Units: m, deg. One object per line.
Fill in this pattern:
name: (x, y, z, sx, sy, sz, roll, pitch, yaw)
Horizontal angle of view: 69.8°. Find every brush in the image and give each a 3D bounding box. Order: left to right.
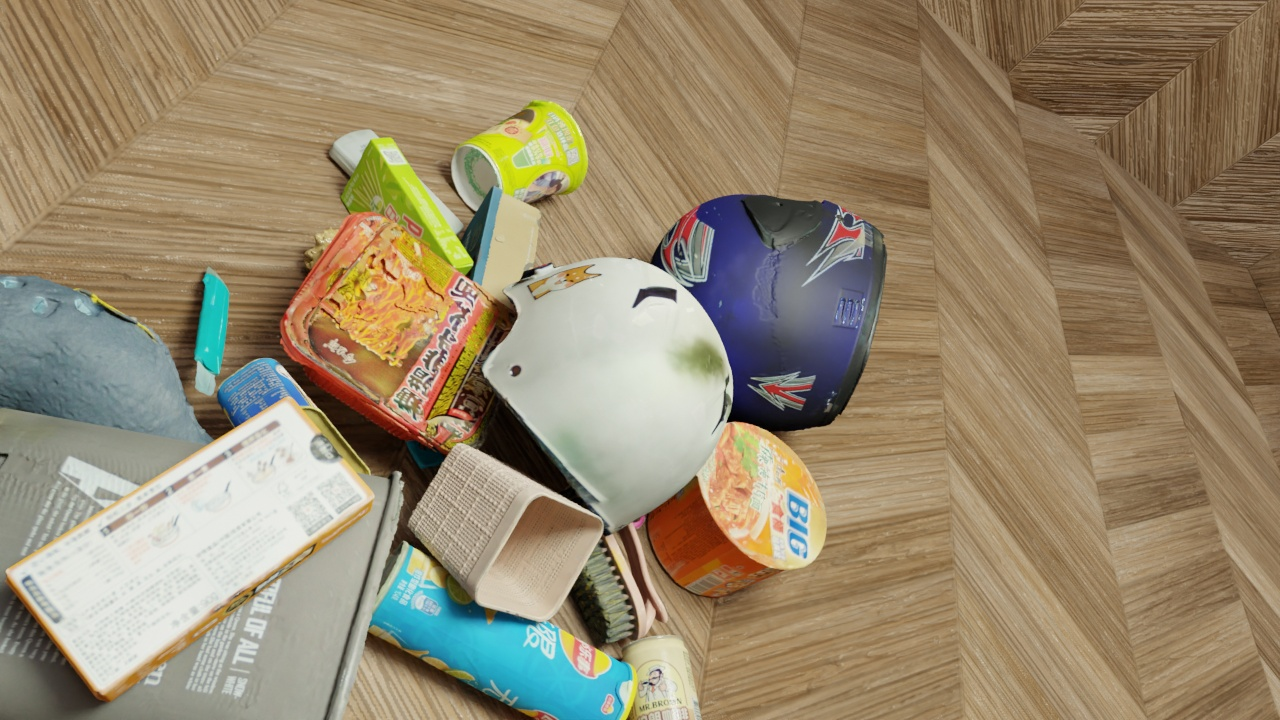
brush: (-0.232, -0.018, 0.824, 0.083, 0.046, 0.254, -8, 66, -46)
brush: (-0.031, 0.175, 0.804, 0.072, 0.063, 0.145, -17, 69, -35)

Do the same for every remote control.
remote control: (-0.251, -0.175, 0.945, 0.150, 0.021, 0.058, 46, 41, 1)

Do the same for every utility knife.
utility knife: (-0.334, -0.024, 0.711, 0.029, 0.013, 0.182, 54, 3, -37)

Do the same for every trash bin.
trash bin: (-0.277, 0.144, 0.528, 0.219, 0.199, 0.198, 20, 55, -18)

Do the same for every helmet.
helmet: (-0.005, 0.005, 0.791, 0.230, 0.157, 0.273, 57, 19, -17)
helmet: (0.125, -0.069, 1.006, 0.240, 0.248, 0.314, 19, 36, 3)

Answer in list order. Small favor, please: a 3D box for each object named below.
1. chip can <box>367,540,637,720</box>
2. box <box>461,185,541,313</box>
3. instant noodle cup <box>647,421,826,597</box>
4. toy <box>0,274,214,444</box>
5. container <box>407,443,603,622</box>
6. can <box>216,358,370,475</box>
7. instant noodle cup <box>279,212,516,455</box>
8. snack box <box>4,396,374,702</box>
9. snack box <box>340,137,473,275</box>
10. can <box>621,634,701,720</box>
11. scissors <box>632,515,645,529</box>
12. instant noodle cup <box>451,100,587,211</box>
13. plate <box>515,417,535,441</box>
chip can: (-0.107, 0.219, 0.698, 0.210, 0.071, 0.071, 33, 42, -13)
box: (-0.147, -0.091, 0.911, 0.061, 0.090, 0.184, 22, 43, -23)
instant noodle cup: (0.085, 0.151, 0.882, 0.151, 0.112, 0.151, 22, 46, -24)
toy: (-0.398, 0.016, 0.609, 0.356, 0.092, 0.137, 26, 55, -25)
container: (-0.106, 0.125, 0.697, 0.111, 0.090, 0.090, 27, -5, 42)
can: (-0.255, 0.056, 0.674, 0.057, 0.102, 0.083, -38, 48, -16)
instant noodle cup: (-0.199, -0.015, 0.762, 0.189, 0.079, 0.164, 39, 45, -21)
snack box: (-0.218, 0.089, 0.461, 0.075, 0.026, 0.153, 47, 57, 8)
snack box: (-0.226, -0.126, 0.877, 0.026, 0.086, 0.156, -20, 72, -48)
can: (0.020, 0.291, 0.753, 0.058, 0.059, 0.116, 12, 50, -32)
scissors: (-0.026, 0.106, 0.907, 0.073, 0.017, 0.137, 20, 41, -13)
instant noodle cup: (-0.139, -0.218, 1.015, 0.111, 0.112, 0.123, 49, 48, 5)
plate: (-0.061, 0.039, 0.919, 0.179, 0.024, 0.179, 22, 44, -24)
